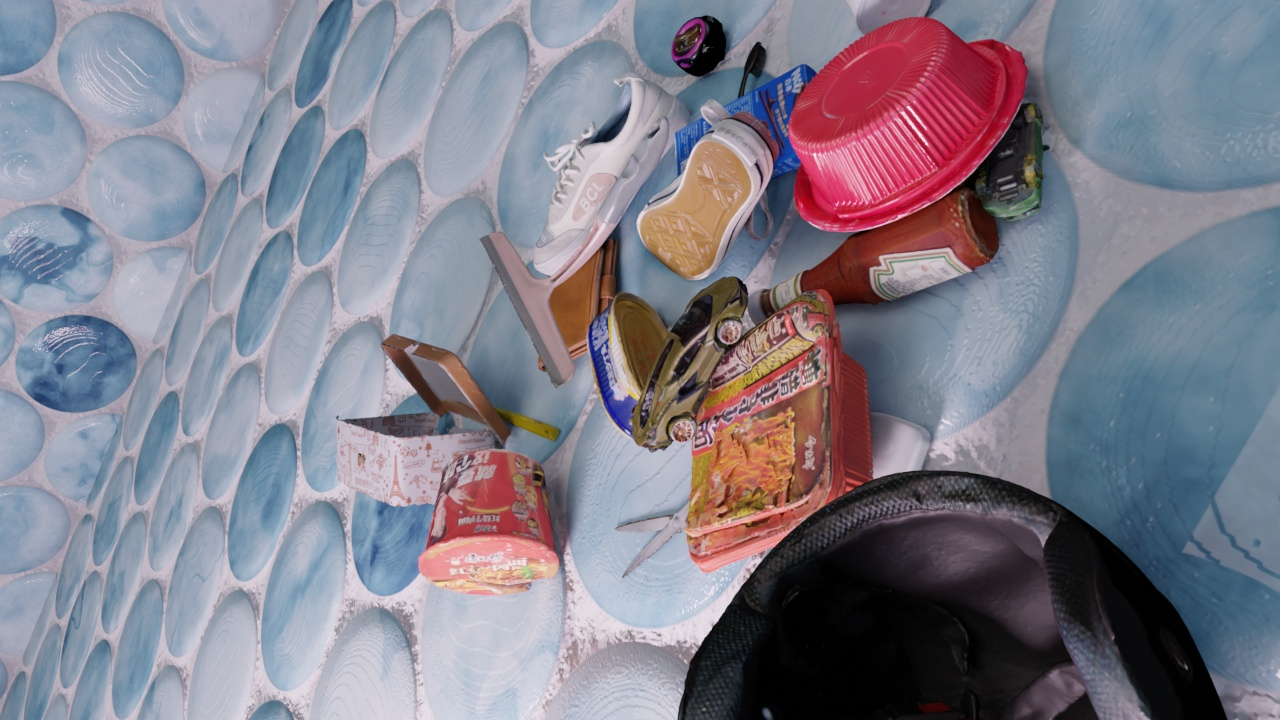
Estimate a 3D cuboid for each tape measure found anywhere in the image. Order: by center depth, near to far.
[{"bbox_3d":[0.060,-0.329,0.960,0.058,0.039,0.057,-23,58,42],"label":"tape measure"}]

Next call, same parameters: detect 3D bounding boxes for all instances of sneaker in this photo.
[{"bbox_3d":[0.069,-0.149,0.809,0.087,0.118,0.241,-46,-2,-22],"label":"sneaker"},{"bbox_3d":[-0.056,-0.197,0.981,0.243,0.090,0.089,-50,29,18],"label":"sneaker"}]

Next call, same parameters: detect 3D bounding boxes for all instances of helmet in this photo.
[{"bbox_3d":[0.170,0.193,0.465,0.234,0.230,0.274,-23,66,34],"label":"helmet"}]

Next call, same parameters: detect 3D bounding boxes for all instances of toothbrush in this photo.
[{"bbox_3d":[0.091,-0.222,0.904,0.014,0.016,0.189,20,93,55],"label":"toothbrush"},{"bbox_3d":[-0.152,0.065,1.057,0.190,0.016,0.015,14,86,51],"label":"toothbrush"}]

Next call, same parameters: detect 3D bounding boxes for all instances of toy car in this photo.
[{"bbox_3d":[0.263,-0.140,0.646,0.043,0.036,0.091,-15,55,42],"label":"toy car"},{"bbox_3d":[0.038,0.001,0.744,0.158,0.042,0.070,-63,21,5],"label":"toy car"}]

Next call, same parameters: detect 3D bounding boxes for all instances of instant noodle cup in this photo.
[{"bbox_3d":[0.106,0.060,0.688,0.165,0.079,0.188,-36,39,48],"label":"instant noodle cup"},{"bbox_3d":[0.184,-0.190,0.695,0.194,0.066,0.193,-32,34,24],"label":"instant noodle cup"},{"bbox_3d":[-0.153,0.162,0.933,0.138,0.137,0.108,-35,44,35],"label":"instant noodle cup"}]

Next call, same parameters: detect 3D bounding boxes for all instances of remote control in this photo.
[{"bbox_3d":[0.167,0.106,0.667,0.056,0.020,0.136,18,89,52],"label":"remote control"}]

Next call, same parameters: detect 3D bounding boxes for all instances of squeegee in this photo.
[{"bbox_3d":[-0.043,-0.137,0.914,0.250,0.040,0.247,-49,47,21],"label":"squeegee"}]

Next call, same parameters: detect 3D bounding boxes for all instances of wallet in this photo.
[{"bbox_3d":[-0.065,-0.064,0.994,0.119,0.035,0.130,-22,52,38],"label":"wallet"}]

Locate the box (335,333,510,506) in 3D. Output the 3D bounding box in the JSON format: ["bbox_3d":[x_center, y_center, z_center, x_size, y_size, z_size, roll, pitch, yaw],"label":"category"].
[{"bbox_3d":[-0.252,0.059,1.069,0.183,0.153,0.181,7,99,50],"label":"box"}]

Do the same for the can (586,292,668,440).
[{"bbox_3d":[-0.005,0.005,0.868,0.049,0.074,0.148,-44,46,32],"label":"can"}]

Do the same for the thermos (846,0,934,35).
[{"bbox_3d":[0.187,-0.379,0.812,0.073,0.073,0.224,-38,48,33],"label":"thermos"}]

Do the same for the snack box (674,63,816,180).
[{"bbox_3d":[0.099,-0.204,0.860,0.158,0.026,0.084,-18,68,41],"label":"snack box"}]

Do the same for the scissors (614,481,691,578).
[{"bbox_3d":[0.037,0.140,0.810,0.175,0.014,0.159,24,93,52],"label":"scissors"}]

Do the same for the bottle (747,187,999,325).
[{"bbox_3d":[0.170,-0.070,0.710,0.207,0.059,0.059,-22,59,43],"label":"bottle"}]

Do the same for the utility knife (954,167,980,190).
[{"bbox_3d":[0.216,-0.163,0.728,0.033,0.015,0.164,-52,41,12],"label":"utility knife"}]
